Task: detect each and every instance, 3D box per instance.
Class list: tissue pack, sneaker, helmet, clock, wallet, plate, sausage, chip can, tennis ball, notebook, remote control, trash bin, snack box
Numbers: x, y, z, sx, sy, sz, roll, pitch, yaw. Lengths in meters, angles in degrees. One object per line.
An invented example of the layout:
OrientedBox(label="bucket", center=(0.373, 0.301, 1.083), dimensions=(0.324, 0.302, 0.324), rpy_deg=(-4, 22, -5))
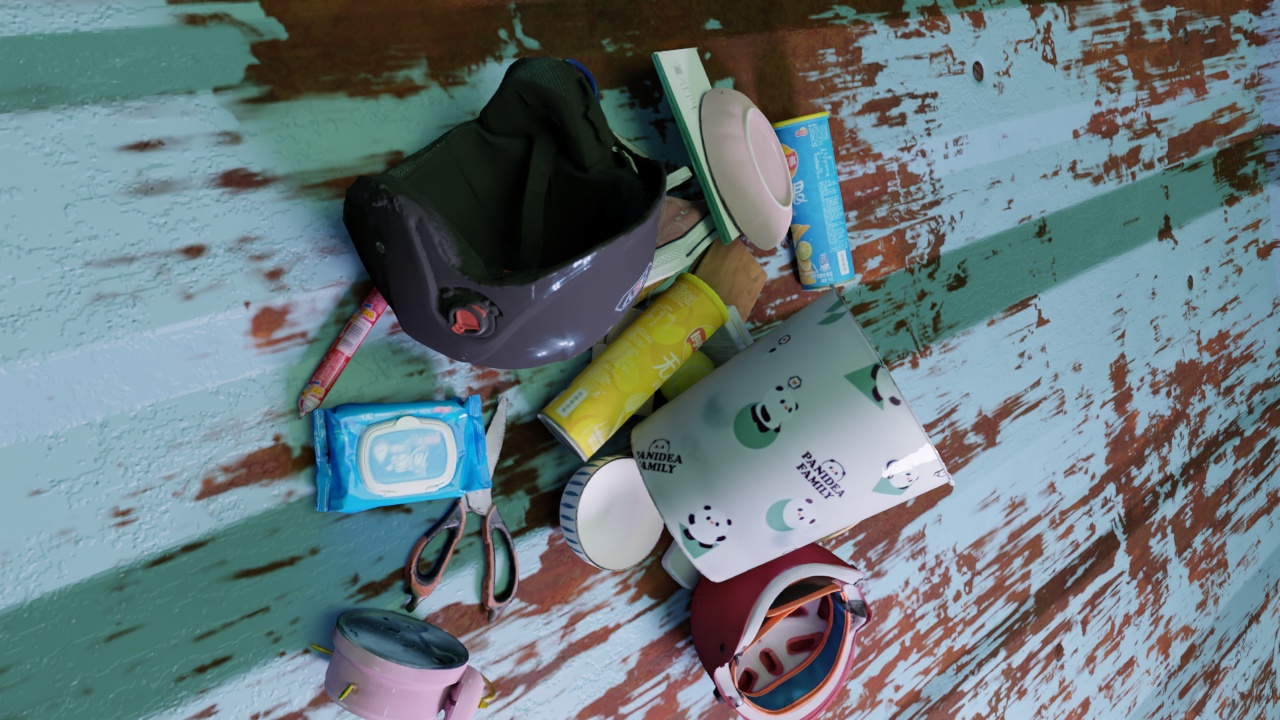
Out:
OrientedBox(label="tissue pack", center=(-0.207, 0.081, 0.811), dimensions=(0.157, 0.052, 0.095), rpy_deg=(-4, 91, -30))
OrientedBox(label="sneaker", center=(0.016, -0.129, 0.959), dimensions=(0.088, 0.119, 0.240), rpy_deg=(52, 39, -5))
OrientedBox(label="helmet", center=(-0.103, -0.103, 0.768), dimensions=(0.232, 0.275, 0.230), rpy_deg=(-51, 147, -34))
OrientedBox(label="clock", center=(-0.197, 0.269, 0.796), dimensions=(0.158, 0.117, 0.060), rpy_deg=(20, 89, -34))
OrientedBox(label="wallet", center=(-0.016, -0.001, 0.990), dimensions=(0.087, 0.024, 0.115), rpy_deg=(10, 87, -35))
OrientedBox(label="plate", center=(0.130, -0.221, 1.037), dimensions=(0.192, 0.039, 0.192), rpy_deg=(38, 44, -48))
OrientedBox(label="helmet", center=(0.147, 0.298, 1.052), dimensions=(0.206, 0.144, 0.240), rpy_deg=(-27, 127, -21))
OrientedBox(label="sausage", center=(-0.256, -0.015, 0.802), dimensions=(0.020, 0.020, 0.155), rpy_deg=(42, 66, -31))
OrientedBox(label="chip can", center=(-0.006, 0.005, 0.935), dimensions=(0.213, 0.072, 0.072), rpy_deg=(-45, 117, -13))
OrientedBox(label="tennis ball", center=(0.052, 0.019, 1.017), dimensions=(0.065, 0.066, 0.065), rpy_deg=(-1, 91, -38))
OrientedBox(label="notebook", center=(0.077, -0.239, 1.006), dimensions=(0.209, 0.012, 0.150), rpy_deg=(67, 26, -11))
OrientedBox(label="remote control", center=(0.075, 0.197, 1.067), dimensions=(0.056, 0.020, 0.135), rpy_deg=(49, 63, -27))
OrientedBox(label="wallet", center=(0.101, -0.092, 1.084), dimensions=(0.101, 0.020, 0.115), rpy_deg=(45, 62, -31))
OrientedBox(label="trash bin", center=(0.143, 0.085, 0.925), dimensions=(0.252, 0.229, 0.229), rpy_deg=(-32, 117, 10))
OrientedBox(label="snack box", center=(0.103, 0.008, 1.044), dimensions=(0.026, 0.085, 0.157), rpy_deg=(-46, 118, -31))
OrientedBox(label="chip can", center=(0.215, -0.196, 1.138), dimensions=(0.071, 0.071, 0.210), rpy_deg=(-21, 105, -36))

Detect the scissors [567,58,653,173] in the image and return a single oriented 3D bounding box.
OrientedBox(label="scissors", center=(-0.037, -0.251, 0.974), dimensions=(0.169, 0.012, 0.144), rpy_deg=(-5, 94, -38))

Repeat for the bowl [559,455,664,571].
OrientedBox(label="bowl", center=(-0.037, 0.154, 0.948), dimensions=(0.116, 0.066, 0.116), rpy_deg=(-2, 93, -38))

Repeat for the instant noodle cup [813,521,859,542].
OrientedBox(label="instant noodle cup", center=(0.203, 0.125, 1.095), dimensions=(0.151, 0.152, 0.111), rpy_deg=(-47, 110, -28))

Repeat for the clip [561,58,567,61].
OrientedBox(label="clip", center=(-0.081, -0.275, 0.923), dimensions=(0.037, 0.013, 0.055), rpy_deg=(-18, 98, -33))

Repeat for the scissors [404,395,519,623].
OrientedBox(label="scissors", center=(-0.162, 0.148, 0.882), dimensions=(0.223, 0.015, 0.189), rpy_deg=(-51, 119, -25))
